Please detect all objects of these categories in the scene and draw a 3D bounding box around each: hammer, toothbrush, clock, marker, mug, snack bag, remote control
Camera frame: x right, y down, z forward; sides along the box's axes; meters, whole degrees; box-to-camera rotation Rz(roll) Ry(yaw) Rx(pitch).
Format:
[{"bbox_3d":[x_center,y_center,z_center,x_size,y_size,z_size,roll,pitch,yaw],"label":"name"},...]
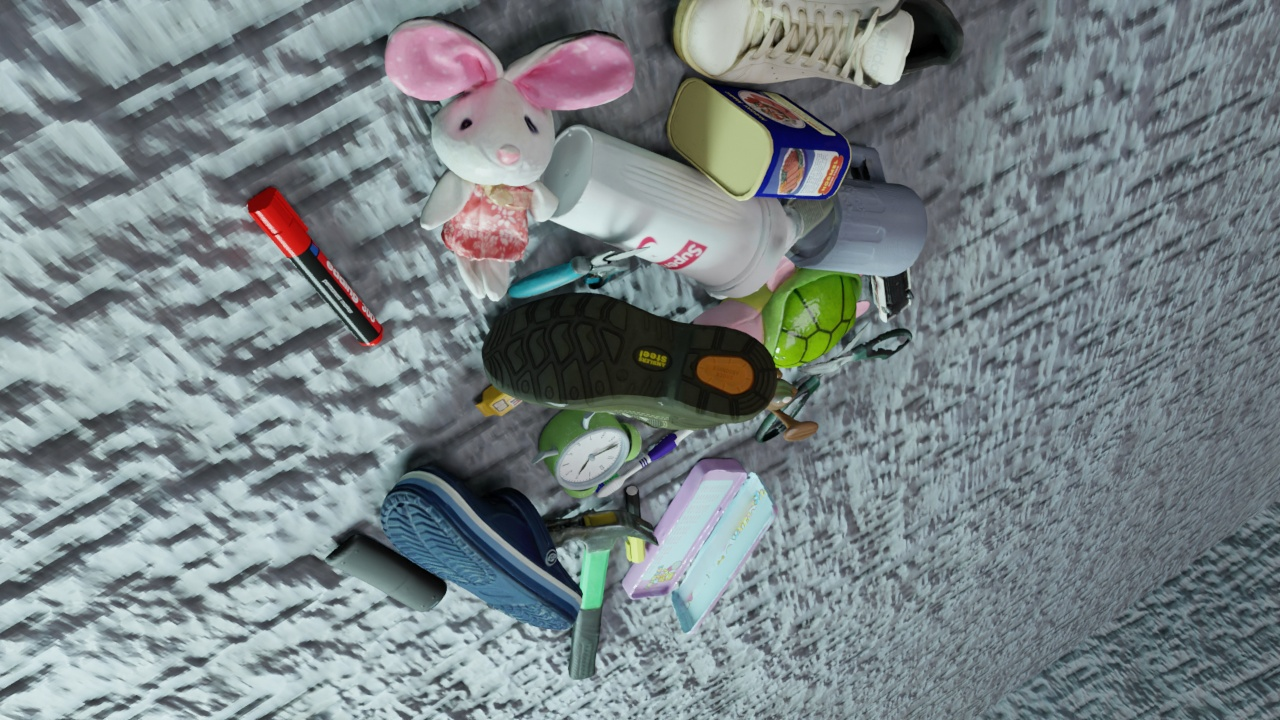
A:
[{"bbox_3d":[-0.057,0.281,1.067,0.130,0.032,0.320,-7,135,-17],"label":"hammer"},{"bbox_3d":[0.030,0.088,0.971,0.186,0.016,0.015,-35,140,-8],"label":"toothbrush"},{"bbox_3d":[-0.050,0.086,0.889,0.094,0.042,0.119,-39,140,2],"label":"clock"},{"bbox_3d":[-0.222,-0.060,0.643,0.023,0.021,0.145,-58,147,-25],"label":"marker"},{"bbox_3d":[0.179,-0.136,0.803,0.103,0.124,0.084,-1,164,-34],"label":"mug"},{"bbox_3d":[-0.008,0.186,1.034,0.021,0.017,0.124,-22,136,-19],"label":"marker"},{"bbox_3d":[-0.100,0.017,0.805,0.099,0.020,0.026,-37,141,-2],"label":"snack bag"},{"bbox_3d":[-0.240,0.207,0.881,0.041,0.020,0.152,-39,139,-1],"label":"remote control"}]

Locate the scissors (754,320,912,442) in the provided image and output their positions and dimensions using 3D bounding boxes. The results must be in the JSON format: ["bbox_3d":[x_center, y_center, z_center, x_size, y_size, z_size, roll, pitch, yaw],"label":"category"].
[{"bbox_3d":[0.216,0.022,1.032,0.201,0.015,0.202,-7,143,-44],"label":"scissors"}]

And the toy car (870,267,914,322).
[{"bbox_3d":[0.259,-0.085,0.959,0.039,0.039,0.113,-36,145,-3],"label":"toy car"}]

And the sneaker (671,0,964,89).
[{"bbox_3d":[0.141,-0.237,0.681,0.241,0.102,0.089,-12,134,-26],"label":"sneaker"}]

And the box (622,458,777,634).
[{"bbox_3d":[0.073,0.223,1.070,0.089,0.092,0.215,6,123,-41],"label":"box"}]

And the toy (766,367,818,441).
[{"bbox_3d":[0.140,0.037,0.949,0.041,0.102,0.055,-13,117,-19],"label":"toy"}]

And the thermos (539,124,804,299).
[{"bbox_3d":[0.025,-0.114,0.728,0.220,0.099,0.099,14,118,-38],"label":"thermos"}]

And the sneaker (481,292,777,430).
[{"bbox_3d":[-0.005,0.005,0.777,0.143,0.238,0.101,54,46,-79],"label":"sneaker"}]

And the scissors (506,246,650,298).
[{"bbox_3d":[-0.050,-0.067,0.711,0.124,0.019,0.155,-11,177,4],"label":"scissors"}]

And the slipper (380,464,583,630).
[{"bbox_3d":[-0.141,0.170,0.869,0.253,0.105,0.095,51,49,-37],"label":"slipper"}]

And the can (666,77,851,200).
[{"bbox_3d":[0.091,-0.167,0.702,0.092,0.116,0.057,-5,130,-36],"label":"can"}]

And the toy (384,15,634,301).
[{"bbox_3d":[-0.099,-0.133,0.617,0.159,0.084,0.195,-1,128,-26],"label":"toy"}]

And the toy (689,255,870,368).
[{"bbox_3d":[0.134,-0.037,0.877,0.237,0.087,0.191,-20,148,-28],"label":"toy"}]
